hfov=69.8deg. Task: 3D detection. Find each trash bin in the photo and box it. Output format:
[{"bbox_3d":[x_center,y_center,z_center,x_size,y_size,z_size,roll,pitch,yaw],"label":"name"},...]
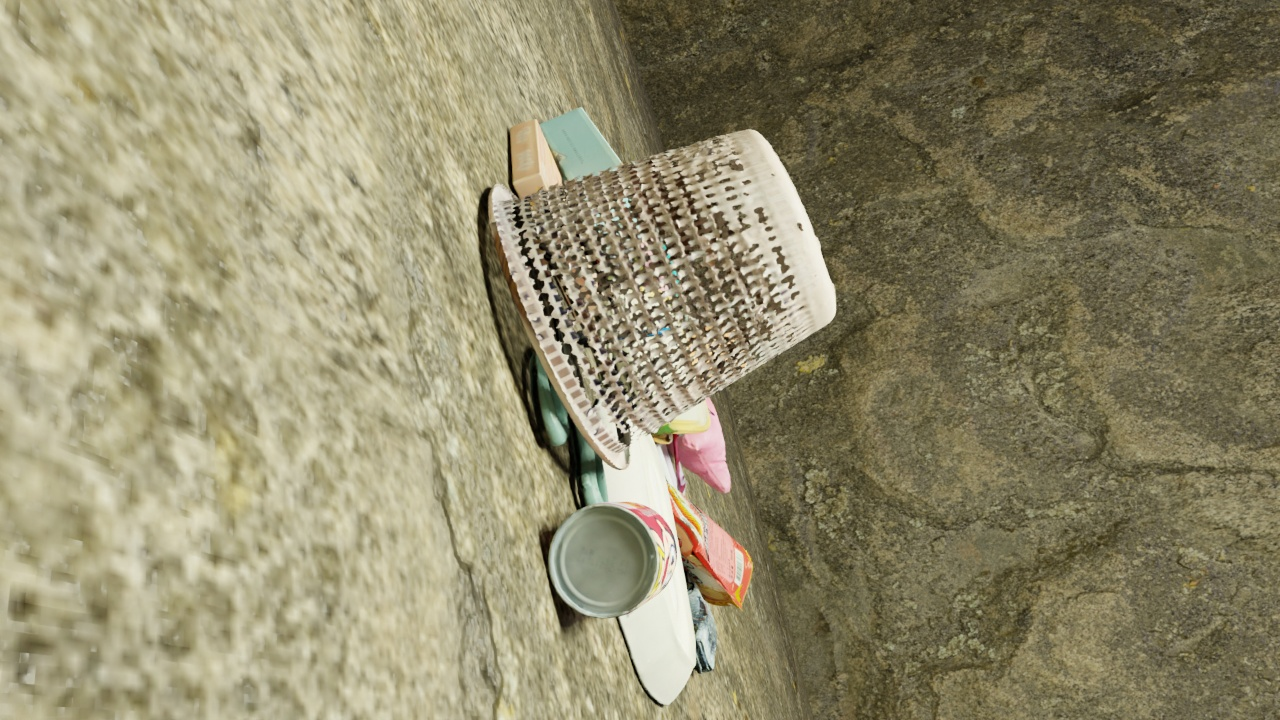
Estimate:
[{"bbox_3d":[0.025,-0.060,0.664,0.227,0.192,0.227,-23,89,-84],"label":"trash bin"}]

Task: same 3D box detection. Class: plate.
[{"bbox_3d":[0.006,0.150,0.775,0.162,0.034,0.265,65,12,-49],"label":"plate"}]

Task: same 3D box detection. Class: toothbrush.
[{"bbox_3d":[0.028,0.106,1.087,0.021,0.029,0.189,-20,97,-40],"label":"toothbrush"},{"bbox_3d":[-0.010,-0.027,0.885,0.189,0.014,0.016,-10,70,-61],"label":"toothbrush"},{"bbox_3d":[0.050,0.143,1.056,0.016,0.017,0.188,-118,-161,-66],"label":"toothbrush"}]

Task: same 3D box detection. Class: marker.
[{"bbox_3d":[0.027,0.137,1.021,0.022,0.018,0.131,-74,149,-58],"label":"marker"}]

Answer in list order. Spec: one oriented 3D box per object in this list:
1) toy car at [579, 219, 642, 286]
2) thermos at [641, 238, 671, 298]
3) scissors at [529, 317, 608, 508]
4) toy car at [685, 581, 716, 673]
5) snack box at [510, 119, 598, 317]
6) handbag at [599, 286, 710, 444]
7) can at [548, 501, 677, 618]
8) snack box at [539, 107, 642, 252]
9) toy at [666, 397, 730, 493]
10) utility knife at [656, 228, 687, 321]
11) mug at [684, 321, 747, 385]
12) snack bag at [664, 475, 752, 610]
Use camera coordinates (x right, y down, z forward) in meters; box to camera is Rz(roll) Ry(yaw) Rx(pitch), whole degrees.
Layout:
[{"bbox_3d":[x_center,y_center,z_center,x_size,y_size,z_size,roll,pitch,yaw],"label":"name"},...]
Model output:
[{"bbox_3d":[-0.035,-0.123,0.989,0.045,0.052,0.121,23,-42,47],"label":"toy car"},{"bbox_3d":[-0.011,-0.111,1.111,0.087,0.067,0.198,-27,102,-59],"label":"thermos"},{"bbox_3d":[-0.049,0.040,0.676,0.177,0.019,0.169,-95,166,-67],"label":"scissors"},{"bbox_3d":[0.059,0.267,0.928,0.105,0.031,0.049,-94,168,-64],"label":"toy car"},{"bbox_3d":[-0.073,-0.121,0.798,0.084,0.026,0.157,-99,170,-45],"label":"snack box"},{"bbox_3d":[-0.006,0.005,0.943,0.178,0.063,0.163,7,63,-63],"label":"handbag"},{"bbox_3d":[-0.014,0.121,0.569,0.094,0.066,0.066,39,35,-77],"label":"can"},{"bbox_3d":[-0.048,-0.175,0.876,0.174,0.051,0.074,-117,-176,-53],"label":"snack box"},{"bbox_3d":[0.056,0.073,1.137,0.178,0.074,0.194,59,5,-20],"label":"toy"},{"bbox_3d":[0.033,-0.110,1.084,0.209,0.013,0.029,-102,170,-54],"label":"utility knife"},{"bbox_3d":[0.063,0.000,1.083,0.122,0.078,0.078,-14,87,-51],"label":"mug"},{"bbox_3d":[0.057,0.186,0.964,0.128,0.073,0.208,62,3,40],"label":"snack bag"}]
